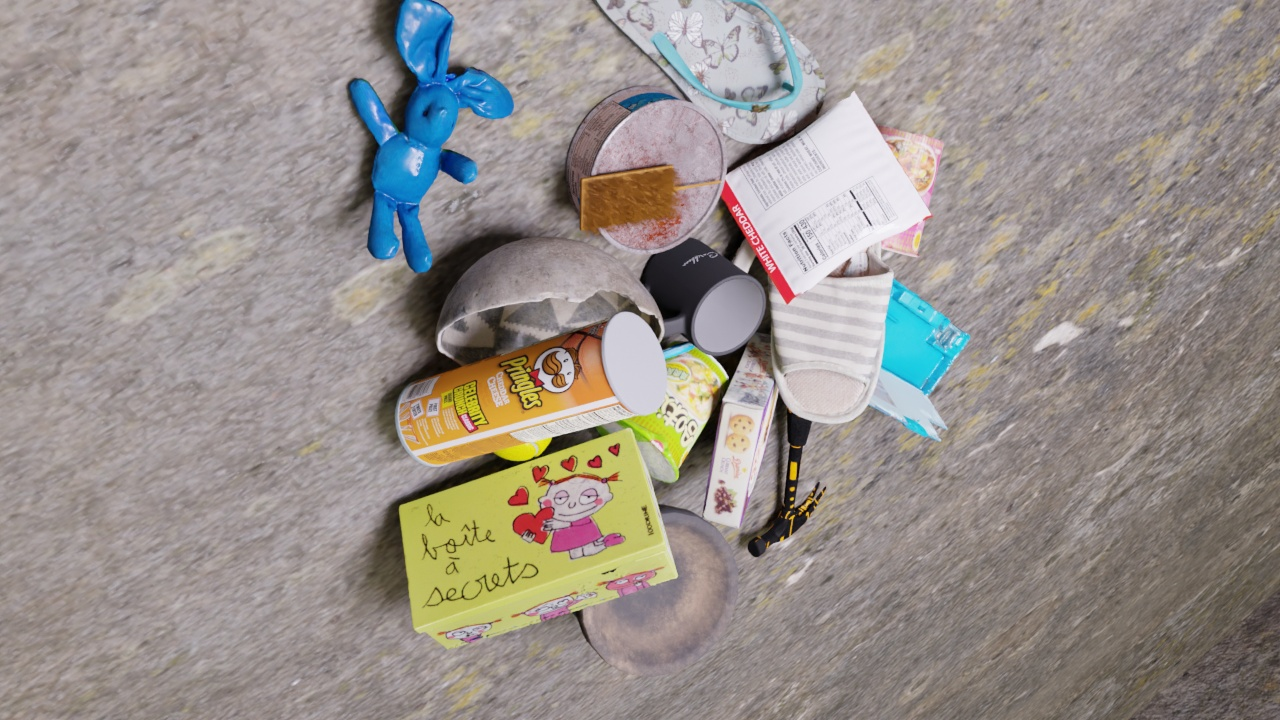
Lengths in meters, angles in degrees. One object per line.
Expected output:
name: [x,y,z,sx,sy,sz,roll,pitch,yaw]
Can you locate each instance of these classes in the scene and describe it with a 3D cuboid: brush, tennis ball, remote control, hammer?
brush: [0.011,-0.131,0.732,0.126,0.017,0.048,-15,126,-26]
tennis ball: [-0.108,0.055,0.805,0.065,0.065,0.065,-17,127,-25]
remote control: [0.113,-0.128,0.855,0.018,0.038,0.126,26,106,2]
hammer: [0.177,0.089,1.025,0.123,0.036,0.321,-30,138,-30]

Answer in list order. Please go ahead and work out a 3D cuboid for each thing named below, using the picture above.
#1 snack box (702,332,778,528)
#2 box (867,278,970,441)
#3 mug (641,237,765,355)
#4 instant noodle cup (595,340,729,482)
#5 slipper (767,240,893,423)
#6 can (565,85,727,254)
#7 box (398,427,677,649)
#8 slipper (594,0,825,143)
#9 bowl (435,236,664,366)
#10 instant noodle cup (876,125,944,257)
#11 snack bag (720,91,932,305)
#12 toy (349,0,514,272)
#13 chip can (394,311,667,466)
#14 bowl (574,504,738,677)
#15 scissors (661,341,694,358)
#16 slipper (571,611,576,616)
snack box: [0.105,0.066,0.917,0.147,0.040,0.144,-58,158,-57]
box: [0.283,0.001,1.027,0.227,0.086,0.169,24,69,-42]
mug: [0.040,-0.053,0.819,0.113,0.088,0.078,-20,128,-22]
instant noodle cup: [0.025,0.043,0.865,0.107,0.099,0.099,-51,137,-22]
slipper: [0.175,-0.079,0.837,0.054,0.115,0.272,5,89,-64]
can: [0.006,-0.156,0.758,0.129,0.044,0.130,-17,127,-24]
box: [-0.090,0.157,0.798,0.221,0.124,0.083,-16,144,2]
slipper: [0.065,-0.245,0.735,0.268,0.054,0.098,22,109,-40]
bowl: [-0.073,-0.049,0.729,0.178,0.081,0.179,-4,160,-2]
instant noodle cup: [0.239,-0.165,0.884,0.097,0.098,0.109,5,107,-37]
snack bag: [0.157,-0.142,0.800,0.144,0.130,0.039,-31,174,10]
toy: [-0.146,-0.151,0.644,0.112,0.071,0.176,11,102,-41]
chip can: [-0.089,0.027,0.706,0.216,0.075,0.075,-16,145,33]
bowl: [0.009,0.215,0.888,0.162,0.070,0.162,-3,98,-21]
scissors: [-0.004,0.004,0.808,0.139,0.134,0.011,-20,95,-26]
slipper: [-0.038,0.239,0.965,0.101,0.082,0.264,-38,134,-4]
